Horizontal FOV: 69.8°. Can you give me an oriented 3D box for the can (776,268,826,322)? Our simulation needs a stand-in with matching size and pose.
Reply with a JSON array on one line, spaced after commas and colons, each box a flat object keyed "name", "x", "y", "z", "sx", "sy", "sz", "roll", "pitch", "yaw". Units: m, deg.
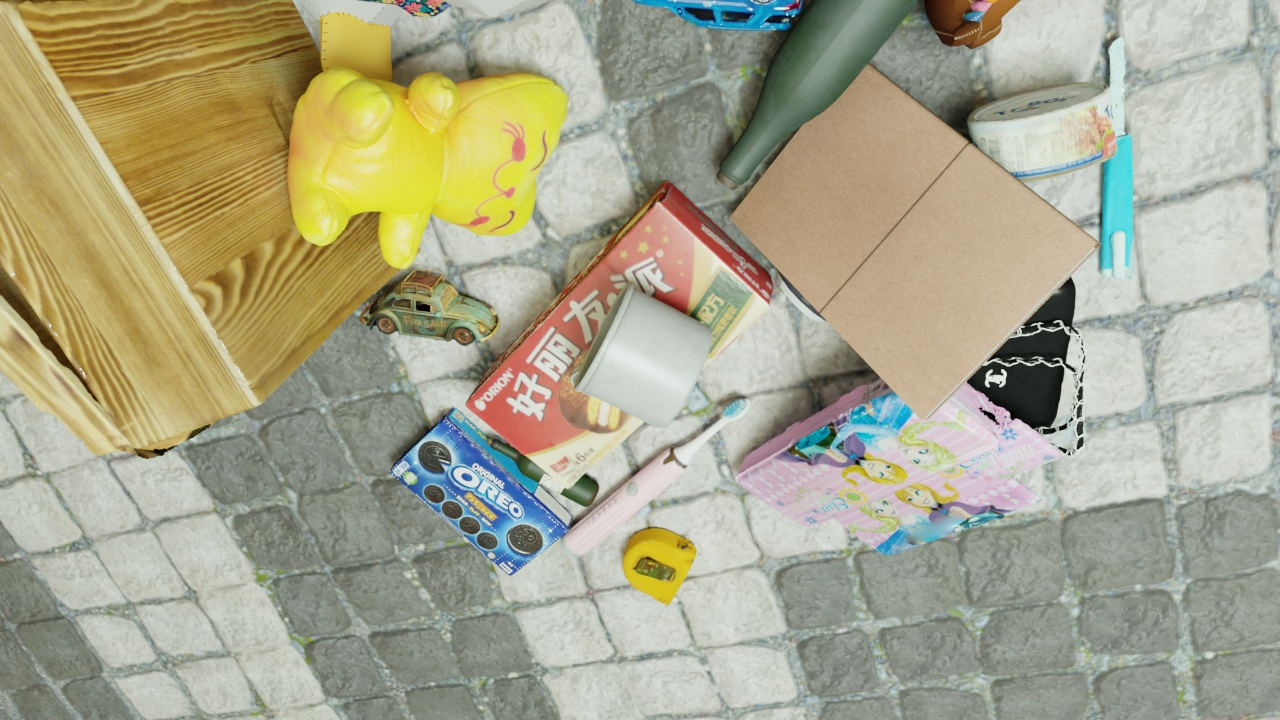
[{"name": "can", "x": 0.158, "y": -0.087, "z": 0.647, "sx": 0.064, "sy": 0.064, "sz": 0.128, "roll": 40, "pitch": 116, "yaw": -10}]

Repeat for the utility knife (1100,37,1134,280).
[{"name": "utility knife", "x": 0.327, "y": -0.132, "z": 0.622, "sx": 0.022, "sy": 0.015, "sz": 0.169, "roll": -6, "pitch": 116, "yaw": 12}]

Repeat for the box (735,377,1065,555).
[{"name": "box", "x": 0.192, "y": 0.089, "z": 0.688, "sx": 0.159, "sy": 0.035, "sz": 0.231, "roll": 33, "pitch": 146, "yaw": -9}]

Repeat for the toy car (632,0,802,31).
[{"name": "toy car", "x": 0.048, "y": -0.242, "z": 0.596, "sx": 0.120, "sy": 0.056, "sz": 0.044, "roll": 7, "pitch": 130, "yaw": 2}]

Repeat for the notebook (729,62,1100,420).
[{"name": "notebook", "x": 0.162, "y": -0.085, "z": 0.594, "sx": 0.142, "sy": 0.008, "sz": 0.209, "roll": -51, "pitch": 55, "yaw": 22}]

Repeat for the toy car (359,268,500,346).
[{"name": "toy car", "x": -0.169, "y": -0.045, "z": 0.732, "sx": 0.112, "sy": 0.047, "sz": 0.047, "roll": 9, "pitch": 122, "yaw": 5}]

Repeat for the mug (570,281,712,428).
[{"name": "mug", "x": -0.004, "y": 0.004, "z": 0.648, "sx": 0.070, "sy": 0.084, "sz": 0.113, "roll": 27, "pitch": 146, "yaw": -7}]

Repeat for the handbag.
[{"name": "handbag", "x": 0.228, "y": 0.003, "z": 0.630, "sx": 0.125, "sy": 0.114, "sz": 0.154, "roll": -6, "pitch": 140, "yaw": 11}]

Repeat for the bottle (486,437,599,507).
[{"name": "bottle", "x": -0.086, "y": 0.094, "z": 0.799, "sx": 0.106, "sy": 0.025, "sz": 0.025, "roll": 29, "pitch": 117, "yaw": -5}]

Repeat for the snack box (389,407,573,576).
[{"name": "snack box", "x": -0.140, "y": 0.119, "z": 0.820, "sx": 0.150, "sy": 0.027, "sz": 0.082, "roll": 43, "pitch": 114, "yaw": -12}]

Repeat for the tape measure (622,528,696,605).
[{"name": "tape measure", "x": 0.014, "y": 0.181, "z": 0.822, "sx": 0.059, "sy": 0.030, "sz": 0.068, "roll": 24, "pitch": 117, "yaw": -4}]

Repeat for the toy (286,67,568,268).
[{"name": "toy", "x": -0.145, "y": -0.137, "z": 0.622, "sx": 0.087, "sy": 0.193, "sz": 0.135, "roll": 44, "pitch": 126, "yaw": 27}]

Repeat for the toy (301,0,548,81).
[{"name": "toy", "x": -0.115, "y": -0.286, "z": 0.565, "sx": 0.268, "sy": 0.140, "sz": 0.247, "roll": 10, "pitch": 101, "yaw": 32}]

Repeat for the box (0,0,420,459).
[{"name": "box", "x": -0.303, "y": -0.096, "z": 0.606, "sx": 0.176, "sy": 0.278, "sz": 0.247, "roll": -21, "pitch": 110, "yaw": 14}]

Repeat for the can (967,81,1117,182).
[{"name": "can", "x": 0.257, "y": -0.146, "z": 0.590, "sx": 0.086, "sy": 0.086, "sz": 0.043, "roll": -12, "pitch": 111, "yaw": 15}]

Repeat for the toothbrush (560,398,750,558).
[{"name": "toothbrush", "x": 0.011, "y": 0.100, "z": 0.785, "sx": 0.223, "sy": 0.026, "sz": 0.027, "roll": -43, "pitch": 64, "yaw": 24}]

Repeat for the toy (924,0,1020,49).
[{"name": "toy", "x": 0.218, "y": -0.225, "z": 0.551, "sx": 0.090, "sy": 0.102, "sz": 0.070, "roll": -27, "pitch": 114, "yaw": 27}]

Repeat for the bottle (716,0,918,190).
[{"name": "bottle", "x": 0.108, "y": -0.187, "z": 0.613, "sx": 0.055, "sy": 0.055, "sz": 0.175, "roll": 35, "pitch": 118, "yaw": -8}]

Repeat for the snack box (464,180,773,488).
[{"name": "snack box", "x": -0.019, "y": -0.014, "z": 0.715, "sx": 0.113, "sy": 0.060, "sz": 0.237, "roll": 42, "pitch": 115, "yaw": -11}]
